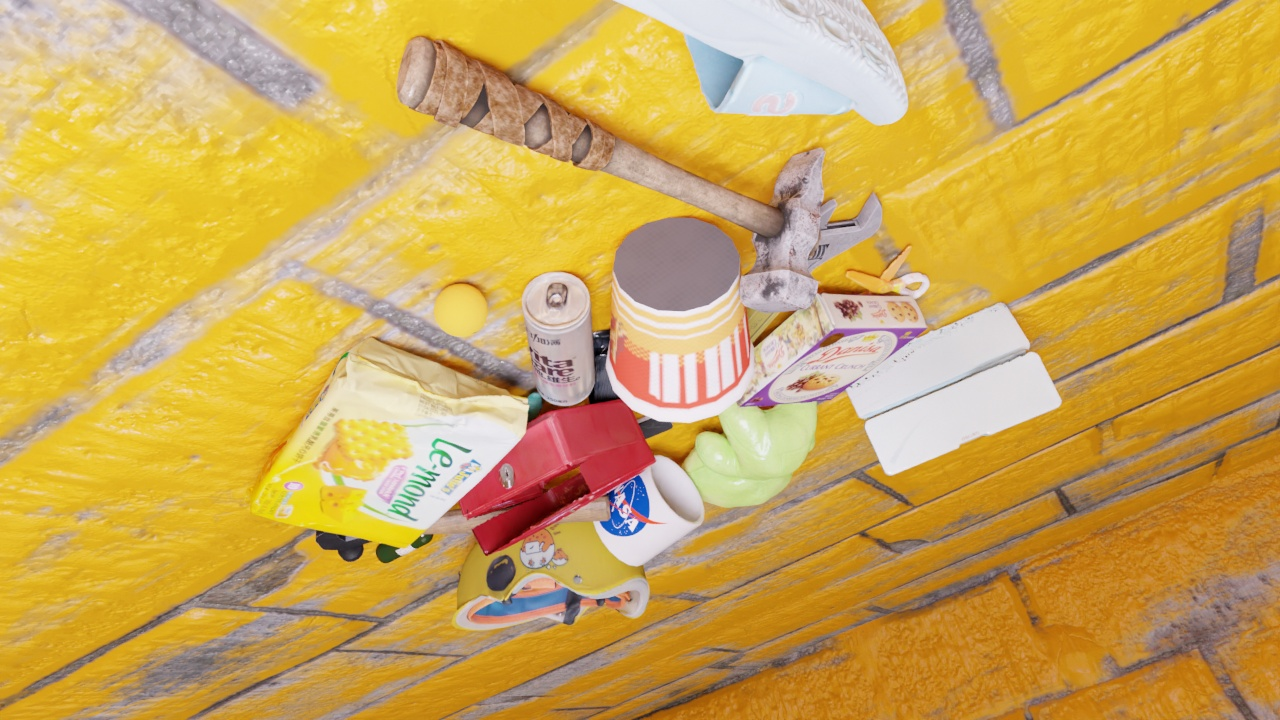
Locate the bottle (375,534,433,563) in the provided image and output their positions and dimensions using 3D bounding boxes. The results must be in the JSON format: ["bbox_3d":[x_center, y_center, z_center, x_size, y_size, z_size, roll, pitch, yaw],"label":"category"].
[{"bbox_3d":[-0.261,0.205,1.064,0.106,0.025,0.025,-28,151,17],"label":"bottle"}]

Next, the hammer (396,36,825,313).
[{"bbox_3d":[0.000,-0.123,0.579,0.318,0.121,0.049,15,169,-35],"label":"hammer"}]

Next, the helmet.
[{"bbox_3d":[-0.111,0.237,1.100,0.240,0.139,0.209,-12,154,14],"label":"helmet"}]

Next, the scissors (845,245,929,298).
[{"bbox_3d":[0.237,-0.072,0.886,0.128,0.011,0.126,-9,152,-21],"label":"scissors"}]

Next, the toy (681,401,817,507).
[{"bbox_3d":[0.126,0.113,1.061,0.150,0.107,0.197,-10,143,-20],"label":"toy"}]

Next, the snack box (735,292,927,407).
[{"bbox_3d":[0.181,-0.009,0.902,0.143,0.040,0.148,-2,150,-38],"label":"snack box"}]

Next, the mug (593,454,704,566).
[{"bbox_3d":[0.004,0.156,1.035,0.090,0.121,0.091,-39,141,23],"label":"mug"}]

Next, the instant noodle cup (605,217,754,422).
[{"bbox_3d":[0.030,-0.036,0.721,0.123,0.123,0.121,-15,144,-7],"label":"instant noodle cup"}]

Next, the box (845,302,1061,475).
[{"bbox_3d":[0.331,0.030,0.992,0.197,0.134,0.041,-23,162,8],"label":"box"}]

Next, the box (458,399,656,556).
[{"bbox_3d":[-0.083,0.104,0.866,0.158,0.092,0.129,-34,166,33],"label":"box"}]

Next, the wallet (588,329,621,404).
[{"bbox_3d":[-0.005,0.005,0.862,0.089,0.026,0.115,-14,152,-12],"label":"wallet"}]

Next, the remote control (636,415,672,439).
[{"bbox_3d":[-0.036,0.092,1.015,0.147,0.008,0.045,-22,152,7],"label":"remote control"}]

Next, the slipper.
[{"bbox_3d":[0.041,-0.182,0.481,0.245,0.104,0.074,11,143,-33],"label":"slipper"}]

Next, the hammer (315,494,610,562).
[{"bbox_3d":[-0.185,0.168,0.973,0.305,0.040,0.132,-5,151,-2],"label":"hammer"}]

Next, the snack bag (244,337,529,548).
[{"bbox_3d":[-0.224,0.077,0.789,0.159,0.068,0.248,21,134,-33],"label":"snack bag"}]

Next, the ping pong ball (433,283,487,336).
[{"bbox_3d":[-0.135,-0.038,0.690,0.040,0.040,0.040,-15,152,-8],"label":"ping pong ball"}]

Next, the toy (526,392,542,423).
[{"bbox_3d":[-0.147,0.056,0.861,0.105,0.033,0.085,-1,139,-24],"label":"toy"}]

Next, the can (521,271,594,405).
[{"bbox_3d":[-0.066,-0.014,0.761,0.054,0.054,0.136,-14,152,-9],"label":"can"}]

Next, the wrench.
[{"bbox_3d":[0.121,-0.057,0.835,0.083,0.018,0.274,-2,148,-29],"label":"wrench"}]
